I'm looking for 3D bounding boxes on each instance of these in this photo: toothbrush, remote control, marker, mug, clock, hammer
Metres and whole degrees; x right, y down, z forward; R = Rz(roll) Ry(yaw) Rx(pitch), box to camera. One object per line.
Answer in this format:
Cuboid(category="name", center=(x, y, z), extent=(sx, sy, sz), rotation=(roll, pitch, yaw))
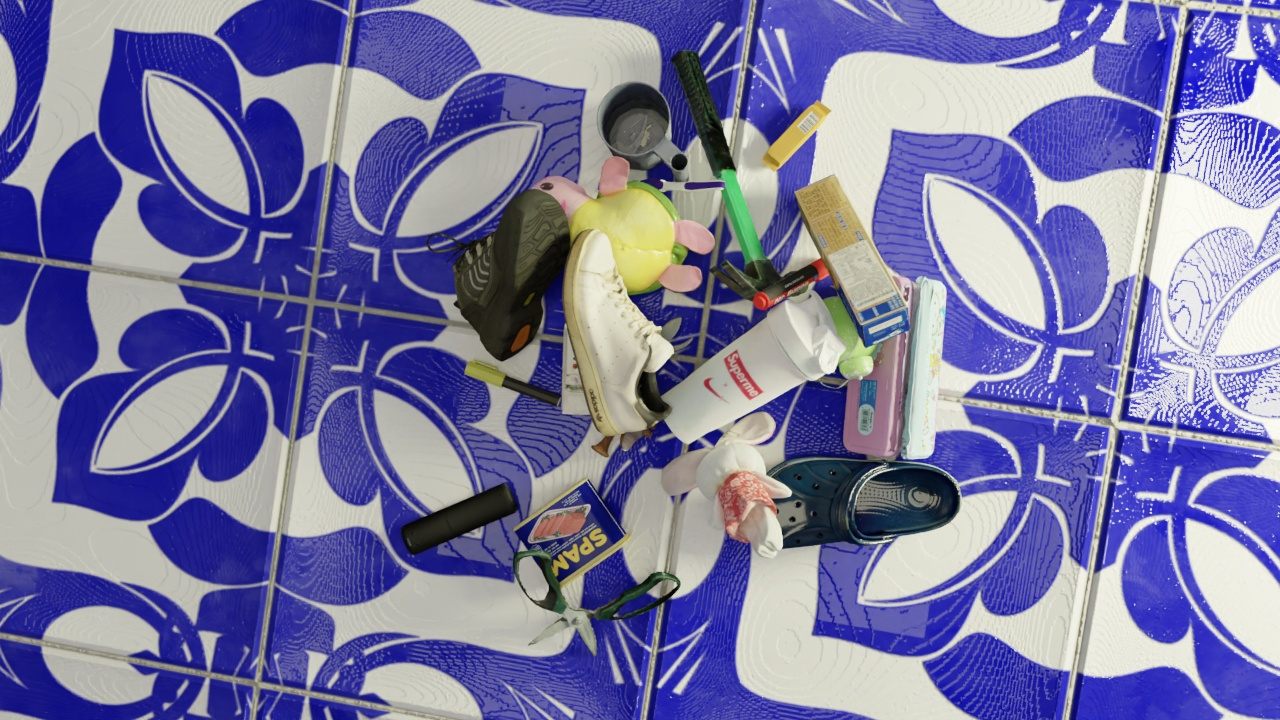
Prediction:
Cuboid(category="toothbrush", center=(0.021, -0.206, 1.080), extent=(0.187, 0.015, 0.016), rotation=(10, 94, 38))
Cuboid(category="remote control", center=(-0.229, 0.200, 1.151), extent=(0.152, 0.020, 0.041), rotation=(-24, 90, 4))
Cuboid(category="marker", center=(0.181, -0.090, 1.064), extent=(0.021, 0.144, 0.023), rotation=(2, 114, 47))
Cuboid(category="marker", center=(-0.158, 0.028, 1.143), extent=(0.124, 0.017, 0.021), rotation=(20, 93, 3))
Cuboid(category="mug", center=(0.011, -0.259, 1.080), extent=(0.124, 0.104, 0.084), rotation=(43, 93, 3))
Cuboid(category="clock", center=(0.234, -0.027, 1.077), extent=(0.094, 0.042, 0.119), rotation=(14, 97, 47))
Cuboid(category="hammer", center=(0.101, -0.220, 1.088), extent=(0.032, 0.130, 0.318), rotation=(-27, 78, 49))

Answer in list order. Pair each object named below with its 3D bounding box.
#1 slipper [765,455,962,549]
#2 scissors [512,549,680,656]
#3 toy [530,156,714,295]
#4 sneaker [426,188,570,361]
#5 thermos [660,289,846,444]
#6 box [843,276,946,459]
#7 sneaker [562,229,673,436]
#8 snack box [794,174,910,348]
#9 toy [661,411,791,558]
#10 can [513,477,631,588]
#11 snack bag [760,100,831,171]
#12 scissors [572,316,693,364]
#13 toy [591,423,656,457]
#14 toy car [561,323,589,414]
Cuboid(category="slipper", center=(0.250, 0.165, 1.074), extent=(0.253, 0.095, 0.105), rotation=(-6, 93, 3))
Cuboid(category="scissors", center=(-0.056, 0.276, 1.098), extent=(0.201, 0.015, 0.202), rotation=(-24, 123, -4))
Cuboid(category="toy", center=(-0.032, -0.150, 1.095), extent=(0.238, 0.087, 0.190), rotation=(18, 115, 10))
Cuboid(category="sneaker", center=(-0.169, -0.125, 1.077), extent=(0.143, 0.100, 0.239), rotation=(40, 135, 17))
Cuboid(category="thermos", center=(0.129, 0.016, 1.059), extent=(0.221, 0.099, 0.099), rotation=(-35, 88, 23))
Cuboid(category="box", center=(0.312, 0.008, 1.092), extent=(0.092, 0.089, 0.214), rotation=(4, 91, -34))
Cuboid(category="sneaker", center=(-0.018, -0.030, 1.035), extent=(0.102, 0.088, 0.242), rotation=(-3, 106, 23))
Cuboid(category="snack box", center=(0.239, -0.114, 1.040), extent=(0.056, 0.057, 0.206), rotation=(-22, 58, 7))
Cuboid(category="toy", center=(0.111, 0.143, 1.053), extent=(0.159, 0.194, 0.084), rotation=(-35, 125, 3))
Cuboid(category="can", center=(-0.085, 0.211, 1.121), extent=(0.116, 0.056, 0.092), rotation=(-35, 87, 4))
Cuboid(category="snack bag", center=(0.187, -0.271, 1.107), extent=(0.026, 0.020, 0.099), rotation=(44, 95, 8))
Cuboid(category="scissors", center=(-0.010, 0.005, 1.115), extent=(0.155, 0.019, 0.124), rotation=(3, 98, -15))
Cuboid(category="toy", center=(-0.010, 0.079, 1.120), extent=(0.055, 0.041, 0.101), rotation=(31, 85, 26))
Cuboid(category="toy car", center=(-0.077, 0.011, 1.125), extent=(0.039, 0.039, 0.113), rotation=(2, 91, 4))
